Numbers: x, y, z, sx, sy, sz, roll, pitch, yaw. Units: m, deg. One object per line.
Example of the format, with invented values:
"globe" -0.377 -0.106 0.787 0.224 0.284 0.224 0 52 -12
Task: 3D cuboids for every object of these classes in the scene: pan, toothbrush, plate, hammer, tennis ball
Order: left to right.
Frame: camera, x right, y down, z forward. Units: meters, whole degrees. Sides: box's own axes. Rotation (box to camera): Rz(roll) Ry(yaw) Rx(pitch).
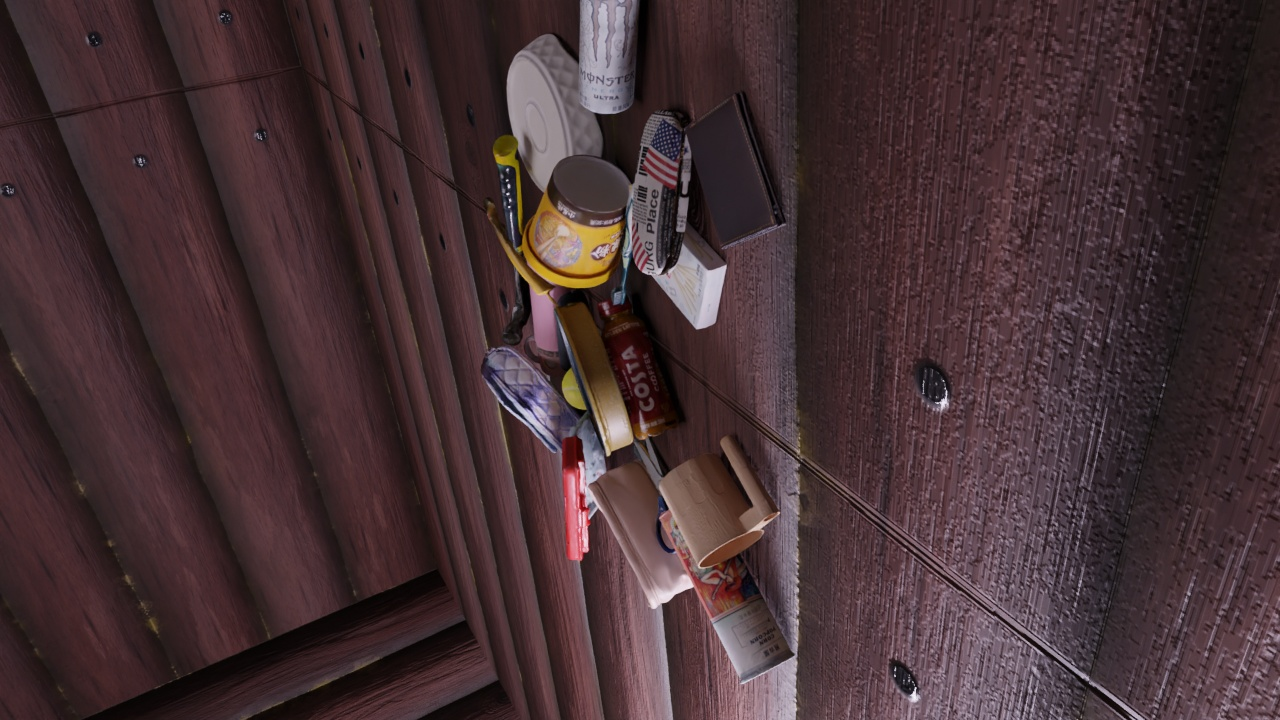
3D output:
"hammer" -0.174 -0.172 1.275 0.324 0.032 0.125 93 -171 -49
"plate" -0.111 -0.291 1.130 0.205 0.045 0.205 47 148 41
"pan" -0.103 -0.047 1.157 0.198 0.078 0.357 163 88 -83
"tennis ball" -0.078 0.037 1.300 0.065 0.065 0.066 48 149 42
"toothbrush" -0.017 -0.125 1.021 0.016 0.018 0.192 57 156 29
"toothbrush" 0.041 0.180 1.210 0.191 0.018 0.016 55 155 33

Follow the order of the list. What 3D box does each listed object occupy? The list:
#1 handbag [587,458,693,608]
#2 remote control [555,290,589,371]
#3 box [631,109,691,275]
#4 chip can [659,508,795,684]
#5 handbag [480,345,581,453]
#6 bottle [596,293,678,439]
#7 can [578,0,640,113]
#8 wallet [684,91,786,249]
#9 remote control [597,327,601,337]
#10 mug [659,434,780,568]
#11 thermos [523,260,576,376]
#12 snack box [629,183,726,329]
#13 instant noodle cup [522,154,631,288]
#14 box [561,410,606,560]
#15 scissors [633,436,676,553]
"handbag" 0.001 0.263 1.312 0.193 0.093 0.235 60 164 21
"remote control" -0.091 -0.036 1.284 0.024 0.053 0.137 48 149 42
"box" 0.022 -0.165 0.915 0.069 0.052 0.164 20 112 39
"chip can" 0.099 0.265 1.084 0.214 0.071 0.071 62 156 19
"handbag" -0.154 0.068 1.388 0.134 0.075 0.194 41 171 42
"bottle" -0.007 0.007 1.124 0.058 0.057 0.175 -14 97 67
"can" -0.031 -0.322 0.908 0.058 0.058 0.147 53 152 35
"wallet" 0.083 -0.169 0.831 0.096 0.020 0.122 -15 94 62
"remote control" -0.036 0.004 1.236 0.135 0.019 0.056 41 144 49
"mug" 0.088 0.157 1.025 0.125 0.084 0.103 -49 59 37
"thermos" -0.131 -0.070 1.315 0.087 0.067 0.199 14 131 16
"snack box" 0.034 -0.114 0.975 0.156 0.026 0.085 52 152 34
"instant noodle cup" -0.068 -0.164 1.059 0.118 0.118 0.115 58 147 25
"box" -0.086 0.179 1.359 0.160 0.058 0.201 -72 -14 -51
"scissors" 0.037 0.164 1.196 0.133 0.012 0.172 -11 75 41
